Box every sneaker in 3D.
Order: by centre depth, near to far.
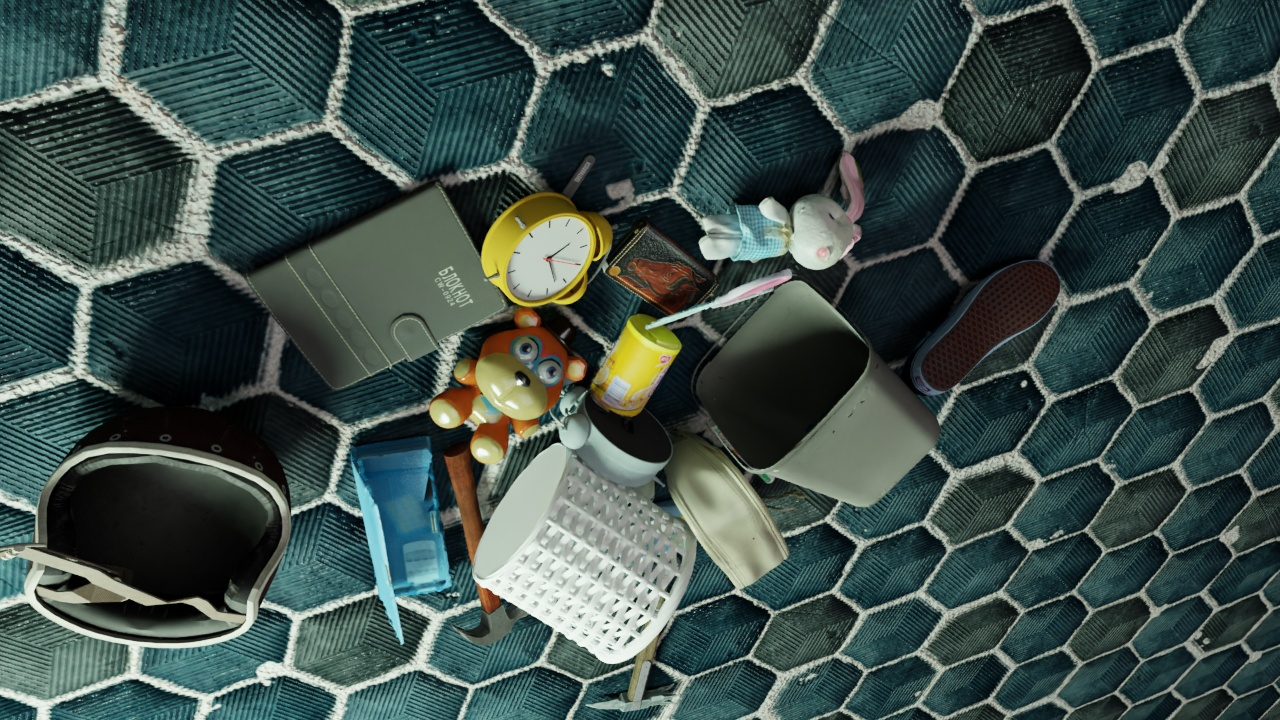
[{"bbox_3d":[0.423,-0.043,1.175,0.241,0.098,0.083,-39,91,-11],"label":"sneaker"}]

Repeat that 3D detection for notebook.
[{"bbox_3d":[-0.258,-0.068,0.925,0.209,0.029,0.169,-25,127,0],"label":"notebook"}]

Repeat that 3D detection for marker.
[{"bbox_3d":[0.133,0.120,1.201,0.017,0.017,0.145,-40,127,9],"label":"marker"}]

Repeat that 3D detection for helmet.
[{"bbox_3d":[-0.457,0.165,0.866,0.233,0.253,0.235,16,141,-23],"label":"helmet"}]

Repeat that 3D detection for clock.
[{"bbox_3d":[-0.090,-0.108,0.925,0.151,0.052,0.114,5,124,-49],"label":"clock"},{"bbox_3d":[-0.035,0.083,1.052,0.159,0.122,0.045,27,115,-18],"label":"clock"}]

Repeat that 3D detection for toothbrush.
[{"bbox_3d":[-0.096,-0.141,0.942,0.013,0.013,0.167,26,109,-32],"label":"toothbrush"}]

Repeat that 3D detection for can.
[{"bbox_3d":[-0.006,0.006,1.040,0.067,0.067,0.105,19,115,-29],"label":"can"},{"bbox_3d":[0.001,0.139,1.156,0.032,0.032,0.095,-11,126,-13],"label":"can"}]

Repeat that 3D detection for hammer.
[{"bbox_3d":[-0.201,0.230,1.131,0.110,0.028,0.301,-33,130,-38],"label":"hammer"},{"bbox_3d":[0.011,0.406,1.347,0.147,0.028,0.318,-1,123,-20],"label":"hammer"}]

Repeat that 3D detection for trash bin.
[{"bbox_3d":[0.219,0.053,1.085,0.220,0.197,0.198,31,107,-40],"label":"trash bin"}]

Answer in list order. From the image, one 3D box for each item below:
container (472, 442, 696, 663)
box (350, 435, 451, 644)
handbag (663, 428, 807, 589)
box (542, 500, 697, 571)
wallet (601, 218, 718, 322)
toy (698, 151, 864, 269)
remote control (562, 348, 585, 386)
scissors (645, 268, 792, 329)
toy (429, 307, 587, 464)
[{"bbox_3d":[-0.065,0.221,1.063,0.186,0.189,0.189,36,106,-17],"label":"container"},{"bbox_3d":[-0.271,0.212,1.059,0.094,0.110,0.232,-8,125,-14],"label":"box"},{"bbox_3d":[0.121,0.175,1.133,0.132,0.184,0.229,-33,127,-2],"label":"handbag"},{"bbox_3d":[-0.026,0.230,1.191,0.209,0.064,0.069,-6,123,-17],"label":"box"},{"bbox_3d":[0.023,-0.097,1.010,0.123,0.019,0.072,32,112,-34],"label":"wallet"},{"bbox_3d":[0.161,-0.141,0.978,0.205,0.105,0.131,-9,123,-16],"label":"toy"},{"bbox_3d":[-0.122,0.021,1.045,0.124,0.009,0.046,-20,127,-6],"label":"remote control"},{"bbox_3d":[0.080,-0.060,1.024,0.179,0.108,0.016,-22,86,-5],"label":"scissors"},{"bbox_3d":[-0.137,0.021,0.986,0.112,0.096,0.176,43,79,-12],"label":"toy"}]
